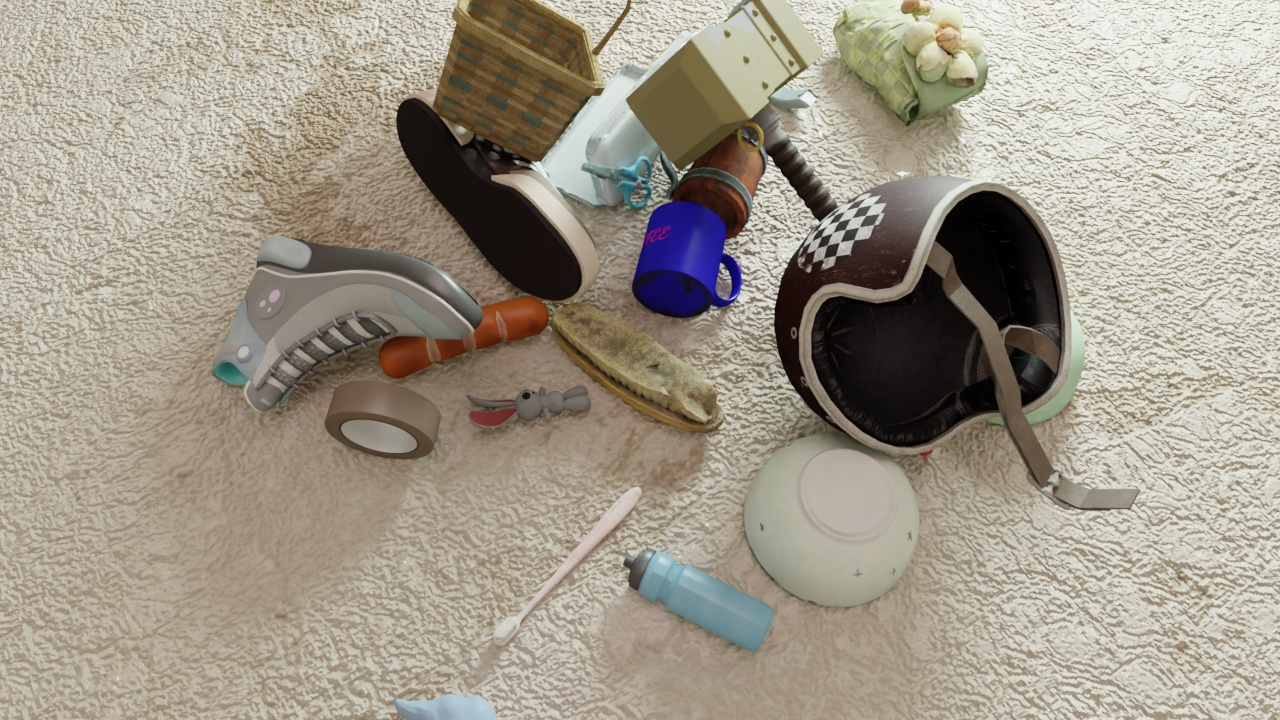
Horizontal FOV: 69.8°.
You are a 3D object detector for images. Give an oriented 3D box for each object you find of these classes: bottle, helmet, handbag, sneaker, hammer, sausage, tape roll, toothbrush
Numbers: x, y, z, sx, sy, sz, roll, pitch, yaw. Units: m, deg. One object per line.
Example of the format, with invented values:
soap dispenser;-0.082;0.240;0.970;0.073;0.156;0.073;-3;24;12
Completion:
bottle;0.045;0.194;0.761;0.130;0.040;0.040;25;62;11
helmet;0.240;-0.029;0.762;0.233;0.254;0.233;32;66;-26
handbag;0.306;-0.360;1.043;0.113;0.117;0.186;-26;67;-17
sneaker;-0.268;-0.018;0.809;0.257;0.093;0.160;14;69;30
hammer;0.157;-0.179;0.893;0.325;0.101;0.189;51;51;-10
sneaker;-0.120;-0.174;0.932;0.116;0.112;0.294;-26;58;-36
sausage;-0.167;-0.024;0.871;0.164;0.039;0.044;-18;48;-12
tape roll;-0.222;0.053;0.795;0.094;0.094;0.030;8;60;1
toothbrush;-0.059;0.171;0.782;0.016;0.018;0.180;38;65;16

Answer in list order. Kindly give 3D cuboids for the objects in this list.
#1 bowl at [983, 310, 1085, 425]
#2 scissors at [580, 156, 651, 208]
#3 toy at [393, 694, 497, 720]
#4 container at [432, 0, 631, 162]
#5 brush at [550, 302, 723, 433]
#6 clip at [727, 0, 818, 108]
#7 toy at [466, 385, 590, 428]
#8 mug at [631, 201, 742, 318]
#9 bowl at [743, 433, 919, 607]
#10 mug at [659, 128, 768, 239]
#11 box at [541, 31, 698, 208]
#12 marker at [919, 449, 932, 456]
bowl;0.357;-0.019;0.878;0.151;0.077;0.150;1;61;-2
scissors;-0.021;-0.185;0.926;0.015;0.136;0.055;19;101;24
toy;-0.095;0.327;0.645;0.171;0.120;0.222;-21;64;-4
container;-0.108;-0.332;0.909;0.157;0.187;0.249;23;27;-20
brush;-0.005;0.005;0.862;0.195;0.043;0.059;34;65;16
clip;0.129;-0.363;1.017;0.169;0.165;0.031;31;63;17
toy;-0.102;0.041;0.845;0.111;0.030;0.049;-7;33;-10
mug;0.052;-0.092;0.908;0.111;0.079;0.083;26;58;-21
bowl;0.170;0.127;0.787;0.153;0.073;0.153;2;61;-4
mug;0.072;-0.199;0.962;0.117;0.082;0.110;20;58;8
box;-0.016;-0.267;0.980;0.130;0.106;0.210;23;62;14
marker;0.247;0.026;0.882;0.012;0.013;0.142;-12;62;-10
